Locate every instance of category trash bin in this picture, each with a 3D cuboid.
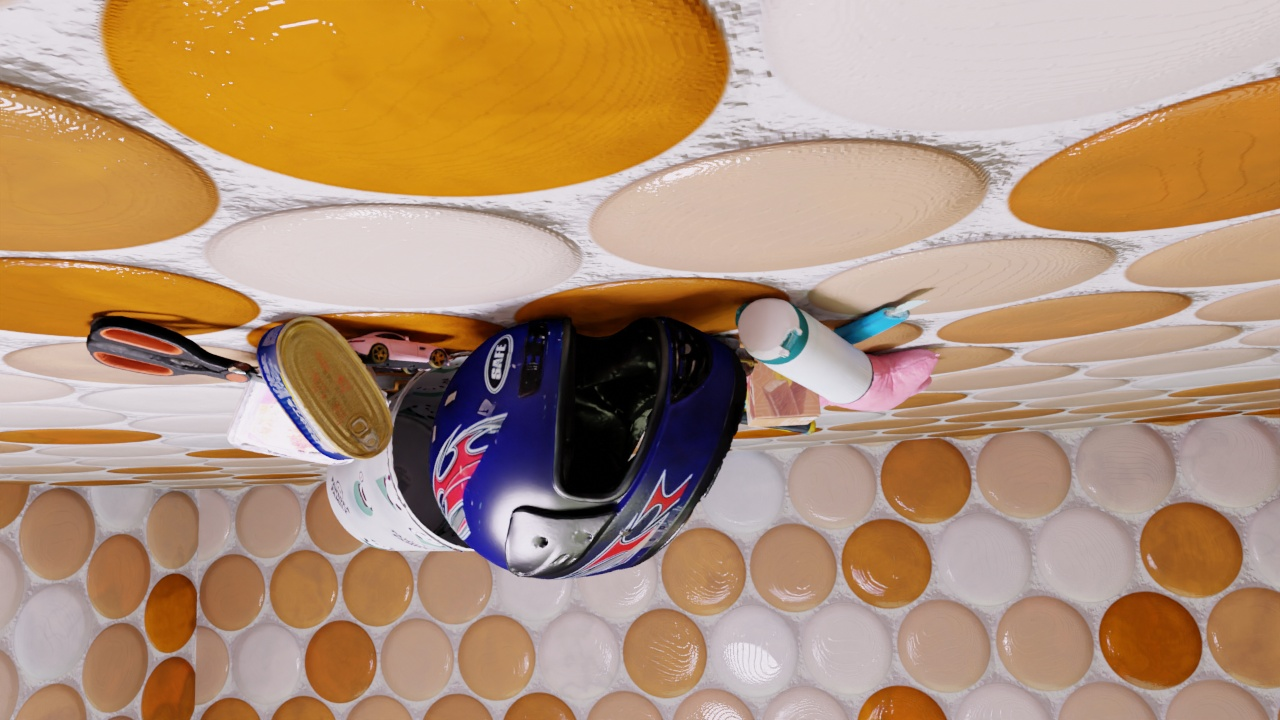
[{"bbox_3d":[-0.249,0.128,1.112,0.229,0.229,0.253,4,164,-38],"label":"trash bin"}]

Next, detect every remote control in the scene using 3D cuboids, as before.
[{"bbox_3d":[-0.364,0.026,1.069,0.149,0.021,0.058,2,178,-33],"label":"remote control"}]

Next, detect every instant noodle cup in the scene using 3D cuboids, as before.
[{"bbox_3d":[-0.353,0.043,0.979,0.138,0.060,0.174,15,141,-26],"label":"instant noodle cup"}]

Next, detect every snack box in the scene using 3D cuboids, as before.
[{"bbox_3d":[0.167,0.028,1.100,0.077,0.094,0.093,-3,171,1],"label":"snack box"}]

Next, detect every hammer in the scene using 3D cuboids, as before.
[{"bbox_3d":[0.115,0.079,1.338,0.323,0.032,0.126,9,-170,-24],"label":"hammer"}]

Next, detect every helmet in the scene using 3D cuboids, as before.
[{"bbox_3d":[-0.075,0.072,0.898,0.240,0.246,0.316,19,132,-21],"label":"helmet"}]

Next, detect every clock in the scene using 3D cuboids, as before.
[{"bbox_3d":[0.080,0.003,1.044,0.082,0.055,0.122,3,171,-29],"label":"clock"}]

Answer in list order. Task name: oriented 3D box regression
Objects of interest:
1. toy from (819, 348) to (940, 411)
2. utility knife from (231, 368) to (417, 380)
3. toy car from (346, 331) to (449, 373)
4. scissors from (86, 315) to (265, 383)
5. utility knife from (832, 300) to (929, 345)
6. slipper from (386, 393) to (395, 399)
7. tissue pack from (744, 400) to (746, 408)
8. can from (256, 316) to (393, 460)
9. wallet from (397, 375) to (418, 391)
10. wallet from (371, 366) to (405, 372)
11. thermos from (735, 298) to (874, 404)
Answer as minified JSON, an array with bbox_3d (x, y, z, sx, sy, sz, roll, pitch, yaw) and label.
[{"bbox_3d":[0.325,0.026,1.223,0.194,0.074,0.179,2,159,-46],"label":"toy"},{"bbox_3d":[-0.376,0.019,1.112,0.222,0.013,0.029,2,168,-29],"label":"utility knife"},{"bbox_3d":[-0.250,-0.008,0.927,0.056,0.037,0.122,-9,170,39],"label":"toy car"},{"bbox_3d":[-0.397,0.009,0.866,0.143,0.021,0.235,-18,147,32],"label":"scissors"},{"bbox_3d":[0.247,-0.040,0.952,0.034,0.018,0.194,5,170,-10],"label":"utility knife"},{"bbox_3d":[-0.369,0.080,1.320,0.268,0.083,0.111,16,160,-6],"label":"slipper"},{"bbox_3d":[0.156,0.039,1.288,0.133,0.050,0.093,5,168,-44],"label":"tissue pack"},{"bbox_3d":[-0.295,0.029,0.857,0.049,0.148,0.074,-9,-152,43],"label":"can"},{"bbox_3d":[-0.273,0.042,1.228,0.090,0.033,0.115,-5,169,-7],"label":"wallet"},{"bbox_3d":[-0.327,0.002,1.020,0.122,0.020,0.096,0,170,-4],"label":"wallet"},{"bbox_3d":[0.168,-0.010,0.935,0.073,0.073,0.224,-9,162,31],"label":"thermos"}]
